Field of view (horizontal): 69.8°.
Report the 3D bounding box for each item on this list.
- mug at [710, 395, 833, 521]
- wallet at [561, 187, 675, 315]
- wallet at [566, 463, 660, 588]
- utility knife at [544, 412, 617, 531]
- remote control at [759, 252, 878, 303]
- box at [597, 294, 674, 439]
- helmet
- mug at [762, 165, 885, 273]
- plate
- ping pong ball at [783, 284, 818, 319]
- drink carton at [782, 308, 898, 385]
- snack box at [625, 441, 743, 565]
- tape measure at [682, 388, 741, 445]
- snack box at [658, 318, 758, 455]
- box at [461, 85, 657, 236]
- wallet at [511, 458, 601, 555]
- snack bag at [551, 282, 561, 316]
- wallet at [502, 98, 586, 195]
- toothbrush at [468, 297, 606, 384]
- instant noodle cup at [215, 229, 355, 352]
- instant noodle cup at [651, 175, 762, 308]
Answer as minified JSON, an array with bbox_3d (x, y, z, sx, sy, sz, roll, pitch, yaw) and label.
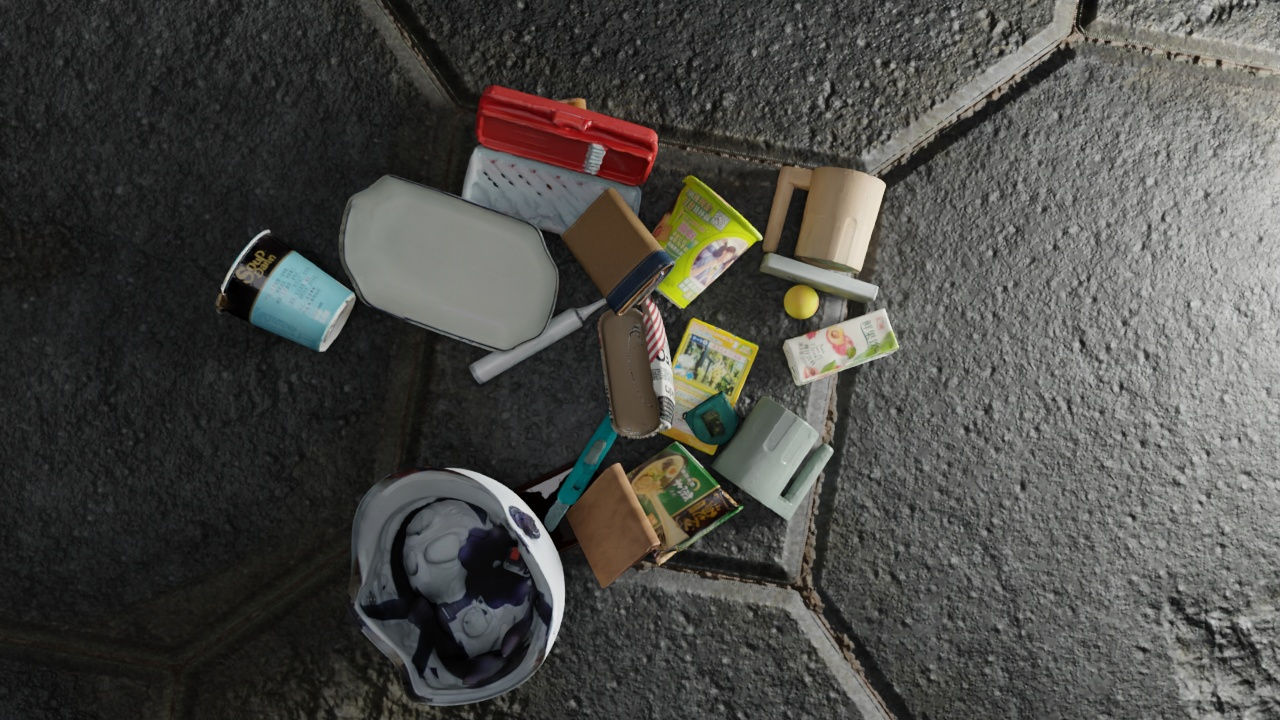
[{"bbox_3d":[0.157,0.115,1.060,0.124,0.084,0.103,36,88,-27],"label":"mug"},{"bbox_3d":[-0.026,-0.119,1.009,0.090,0.033,0.115,-44,76,25],"label":"wallet"},{"bbox_3d":[-0.034,0.184,1.017,0.116,0.020,0.101,-47,62,41],"label":"wallet"},{"bbox_3d":[-0.058,0.117,1.049,0.029,0.013,0.184,22,63,21],"label":"utility knife"},{"bbox_3d":[0.207,-0.096,1.065,0.135,0.056,0.019,17,89,0],"label":"remote control"},{"bbox_3d":[-0.007,0.006,1.040,0.086,0.075,0.162,-15,71,11],"label":"box"},{"bbox_3d":[-0.188,0.231,1.011,0.229,0.145,0.258,-32,85,15],"label":"helmet"},{"bbox_3d":[0.209,-0.165,1.060,0.125,0.084,0.103,15,91,24],"label":"mug"},{"bbox_3d":[-0.215,-0.111,1.044,0.266,0.034,0.162,19,112,7],"label":"plate"},{"bbox_3d":[0.188,-0.068,1.072,0.040,0.040,0.040,0,90,-1],"label":"ping pong ball"},{"bbox_3d":[0.232,-0.015,1.070,0.122,0.045,0.053,-19,80,-2],"label":"drink carton"},{"bbox_3d":[0.042,0.155,1.041,0.117,0.118,0.105,-34,80,-1],"label":"snack box"},{"bbox_3d":[0.084,0.069,1.047,0.058,0.025,0.054,-32,90,0],"label":"tape measure"},{"bbox_3d":[0.072,0.030,1.076,0.087,0.033,0.140,23,91,-1],"label":"snack box"},{"bbox_3d":[-0.091,-0.216,1.032,0.201,0.069,0.158,14,119,-7],"label":"box"},{"bbox_3d":[-0.092,0.176,1.080,0.122,0.020,0.096,-25,95,-2],"label":"wallet"},{"bbox_3d":[-0.148,-0.082,1.075,0.105,0.026,0.045,15,98,-1],"label":"snack bag"},{"bbox_3d":[-0.117,-0.236,1.076,0.119,0.035,0.130,-6,90,-7],"label":"wallet"},{"bbox_3d":[-0.099,-0.037,1.076,0.221,0.026,0.027,-30,101,-1],"label":"toothbrush"},{"bbox_3d":[-0.395,-0.069,1.039,0.120,0.111,0.111,31,89,-8],"label":"instant noodle cup"},{"bbox_3d":[0.056,-0.129,1.043,0.111,0.111,0.123,41,97,-1],"label":"instant noodle cup"}]
